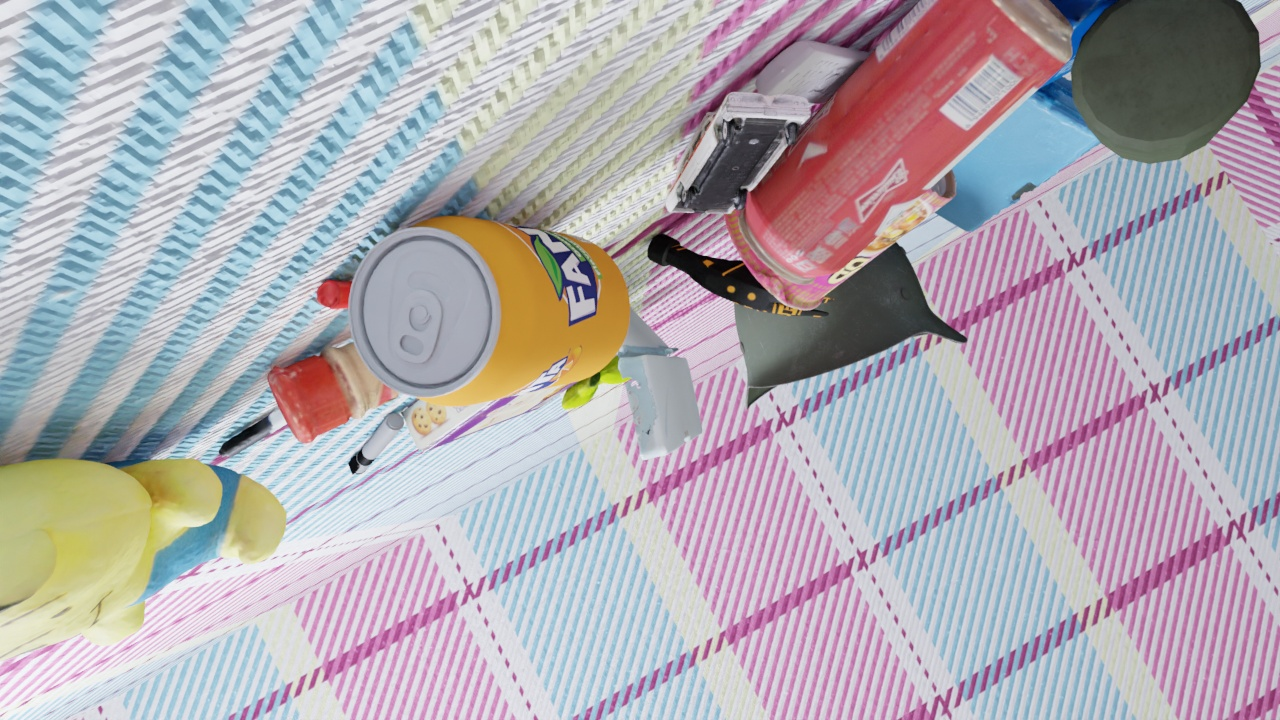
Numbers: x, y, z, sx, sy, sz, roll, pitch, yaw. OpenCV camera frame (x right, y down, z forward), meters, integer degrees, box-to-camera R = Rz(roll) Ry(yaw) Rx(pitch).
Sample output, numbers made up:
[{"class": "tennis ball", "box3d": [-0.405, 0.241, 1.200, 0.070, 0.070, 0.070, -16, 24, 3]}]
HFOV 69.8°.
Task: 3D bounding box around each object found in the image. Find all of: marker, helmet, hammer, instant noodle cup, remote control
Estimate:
[{"class": "marker", "box3d": [-0.186, 0.018, 0.538, 0.152, 0.011, 0.011, -30, 174, 9]}, {"class": "marker", "box3d": [-0.108, -0.033, 0.454, 0.013, 0.013, 0.142, -31, 174, 20]}, {"class": "helmet", "box3d": [0.183, -0.055, 0.904, 0.227, 0.154, 0.267, -19, -174, 22]}, {"class": "hammer", "box3d": [0.131, -0.095, 0.720, 0.319, 0.123, 0.036, -31, 142, -55]}, {"class": "marker", "box3d": [-0.226, 0.072, 0.784, 0.016, 0.016, 0.141, -25, 173, -35]}, {"class": "instant noodle cup", "box3d": [0.121, -0.098, 0.547, 0.109, 0.097, 0.097, -33, 173, 38]}, {"class": "remote control", "box3d": [0.098, -0.144, 0.463, 0.033, 0.012, 0.130, -35, 171, 35]}]

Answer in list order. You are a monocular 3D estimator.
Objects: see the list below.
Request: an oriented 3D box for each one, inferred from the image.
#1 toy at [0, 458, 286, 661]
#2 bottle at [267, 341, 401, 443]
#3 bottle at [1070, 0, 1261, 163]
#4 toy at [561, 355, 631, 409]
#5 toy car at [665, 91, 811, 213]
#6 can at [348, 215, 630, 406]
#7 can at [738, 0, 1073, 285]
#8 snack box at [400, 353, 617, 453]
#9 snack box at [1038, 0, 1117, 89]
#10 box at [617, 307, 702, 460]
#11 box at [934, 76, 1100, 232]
[{"class": "toy", "box3d": [-0.268, 0.089, 0.419, 0.149, 0.084, 0.214, -30, 172, 5]}, {"class": "bottle", "box3d": [-0.137, 0.003, 0.485, 0.109, 0.044, 0.044, -26, 174, -25]}, {"class": "bottle", "box3d": [0.269, -0.139, 0.475, 0.072, 0.071, 0.206, -32, 173, 29]}, {"class": "toy", "box3d": [-0.033, 0.012, 0.852, 0.094, 0.036, 0.094, -33, -176, 11]}, {"class": "toy car", "box3d": [0.042, -0.102, 0.440, 0.039, 0.039, 0.113, 0, 166, -12]}, {"class": "can", "box3d": [-0.063, -0.023, 0.423, 0.079, 0.079, 0.142, -31, 174, 18]}, {"class": "can", "box3d": [0.122, -0.111, 0.447, 0.171, 0.067, 0.067, -46, 165, 34]}, {"class": "snack box", "box3d": [-0.097, 0.013, 0.755, 0.144, 0.040, 0.147, -33, 173, 36]}, {"class": "snack box", "box3d": [0.289, -0.228, 0.432, 0.239, 0.056, 0.195, -28, 174, 1]}, {"class": "box", "box3d": [0.002, 0.002, 0.660, 0.049, 0.136, 0.197, -31, 174, 8]}, {"class": "box", "box3d": [0.309, -0.200, 0.768, 0.102, 0.094, 0.232, -57, 178, -10]}]
